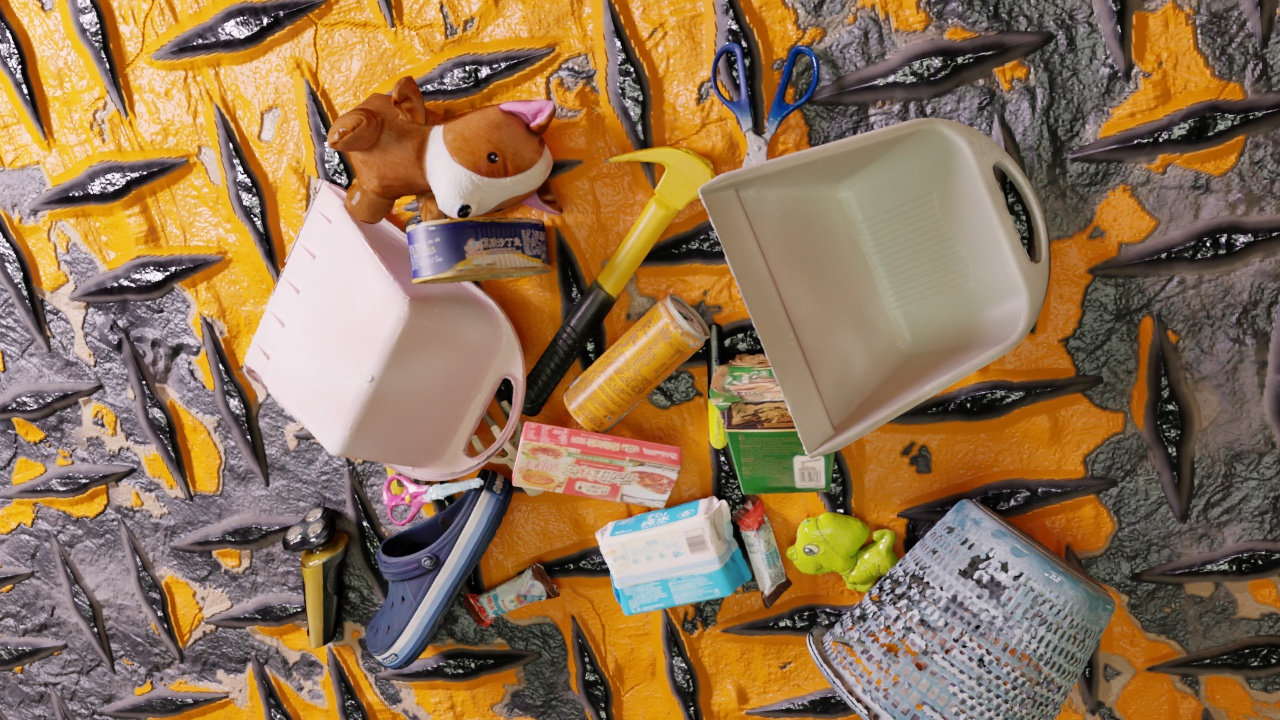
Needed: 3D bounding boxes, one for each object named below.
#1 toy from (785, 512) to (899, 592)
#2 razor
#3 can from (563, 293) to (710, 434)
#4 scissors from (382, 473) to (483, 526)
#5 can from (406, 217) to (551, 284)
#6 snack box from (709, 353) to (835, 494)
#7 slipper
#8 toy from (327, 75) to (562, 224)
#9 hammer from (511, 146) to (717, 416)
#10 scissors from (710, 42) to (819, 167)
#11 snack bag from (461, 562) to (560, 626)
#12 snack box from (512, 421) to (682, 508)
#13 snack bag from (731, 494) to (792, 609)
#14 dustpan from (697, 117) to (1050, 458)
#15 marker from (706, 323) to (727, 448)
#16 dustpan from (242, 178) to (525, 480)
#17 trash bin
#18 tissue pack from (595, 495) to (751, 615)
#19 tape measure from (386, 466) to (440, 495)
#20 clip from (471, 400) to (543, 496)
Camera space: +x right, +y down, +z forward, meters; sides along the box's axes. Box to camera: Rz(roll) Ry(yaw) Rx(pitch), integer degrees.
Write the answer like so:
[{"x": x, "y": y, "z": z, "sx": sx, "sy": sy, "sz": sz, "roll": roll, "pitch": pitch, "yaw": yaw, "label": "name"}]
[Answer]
[{"x": 0.198, "y": 0.183, "z": 0.892, "sx": 0.097, "sy": 0.031, "sz": 0.100, "roll": -39, "pitch": 100, "yaw": 15, "label": "toy"}, {"x": -0.354, "y": 0.241, "z": 1.003, "sx": 0.067, "sy": 0.062, "sz": 0.168, "roll": -3, "pitch": 115, "yaw": -22, "label": "razor"}, {"x": -0.005, "y": 0.005, "z": 0.862, "sx": 0.146, "sy": 0.058, "sz": 0.058, "roll": -43, "pitch": 95, "yaw": 19, "label": "can"}, {"x": -0.207, "y": 0.131, "z": 0.910, "sx": 0.134, "sy": 0.017, "sz": 0.054, "roll": -15, "pitch": 82, "yaw": 29, "label": "scissors"}, {"x": -0.140, "y": -0.097, "z": 0.811, "sx": 0.075, "sy": 0.147, "sz": 0.049, "roll": -6, "pitch": 94, "yaw": 36, "label": "can"}, {"x": 0.129, "y": 0.059, "z": 0.825, "sx": 0.118, "sy": 0.117, "sz": 0.106, "roll": -4, "pitch": 109, "yaw": 11, "label": "snack box"}, {"x": -0.222, "y": 0.210, "z": 0.938, "sx": 0.095, "sy": 0.105, "sz": 0.253, "roll": 33, "pitch": 107, "yaw": -8, "label": "slipper"}, {"x": -0.168, "y": -0.176, "z": 0.809, "sx": 0.199, "sy": 0.130, "sz": 0.140, "roll": 3, "pitch": 145, "yaw": 0, "label": "toy"}, {"x": -0.032, "y": -0.068, "z": 0.859, "sx": 0.129, "sy": 0.032, "sz": 0.301, "roll": 36, "pitch": 109, "yaw": -1, "label": "hammer"}, {"x": 0.108, "y": -0.196, "z": 0.788, "sx": 0.155, "sy": 0.012, "sz": 0.166, "roll": -31, "pitch": 88, "yaw": 9, "label": "scissors"}, {"x": -0.138, "y": 0.251, "z": 0.977, "sx": 0.105, "sy": 0.026, "sz": 0.045, "roll": -27, "pitch": 97, "yaw": 15, "label": "snack bag"}, {"x": -0.042, "y": 0.102, "z": 0.879, "sx": 0.153, "sy": 0.025, "sz": 0.075, "roll": 10, "pitch": 136, "yaw": -8, "label": "snack box"}, {"x": 0.120, "y": 0.188, "z": 0.903, "sx": 0.026, "sy": 0.048, "sz": 0.104, "roll": -3, "pitch": 113, "yaw": 45, "label": "snack bag"}, {"x": 0.208, "y": -0.080, "z": 0.717, "sx": 0.143, "sy": 0.257, "sz": 0.222, "roll": -22, "pitch": 91, "yaw": 41, "label": "dustpan"}, {"x": 0.073, "y": 0.025, "z": 0.876, "sx": 0.018, "sy": 0.015, "sz": 0.124, "roll": -2, "pitch": 105, "yaw": 5, "label": "marker"}, {"x": -0.244, "y": -0.009, "z": 0.895, "sx": 0.273, "sy": 0.138, "sz": 0.223, "roll": 45, "pitch": 111, "yaw": 36, "label": "dustpan"}, {"x": 0.295, "y": 0.241, "z": 0.810, "sx": 0.226, "sy": 0.226, "sz": 0.195, "roll": 34, "pitch": 96, "yaw": -1, "label": "trash bin"}, {"x": 0.031, "y": 0.193, "z": 0.908, "sx": 0.140, "sy": 0.063, "sz": 0.090, "roll": -16, "pitch": 101, "yaw": 13, "label": "tissue pack"}, {"x": -0.237, "y": 0.117, "z": 0.955, "sx": 0.057, "sy": 0.028, "sz": 0.060, "roll": -3, "pitch": 106, "yaw": 11, "label": "tape measure"}, {"x": -0.133, "y": 0.094, "z": 0.910, "sx": 0.035, "sy": 0.094, "sz": 0.102, "roll": -22, "pitch": 90, "yaw": 16, "label": "clip"}]
